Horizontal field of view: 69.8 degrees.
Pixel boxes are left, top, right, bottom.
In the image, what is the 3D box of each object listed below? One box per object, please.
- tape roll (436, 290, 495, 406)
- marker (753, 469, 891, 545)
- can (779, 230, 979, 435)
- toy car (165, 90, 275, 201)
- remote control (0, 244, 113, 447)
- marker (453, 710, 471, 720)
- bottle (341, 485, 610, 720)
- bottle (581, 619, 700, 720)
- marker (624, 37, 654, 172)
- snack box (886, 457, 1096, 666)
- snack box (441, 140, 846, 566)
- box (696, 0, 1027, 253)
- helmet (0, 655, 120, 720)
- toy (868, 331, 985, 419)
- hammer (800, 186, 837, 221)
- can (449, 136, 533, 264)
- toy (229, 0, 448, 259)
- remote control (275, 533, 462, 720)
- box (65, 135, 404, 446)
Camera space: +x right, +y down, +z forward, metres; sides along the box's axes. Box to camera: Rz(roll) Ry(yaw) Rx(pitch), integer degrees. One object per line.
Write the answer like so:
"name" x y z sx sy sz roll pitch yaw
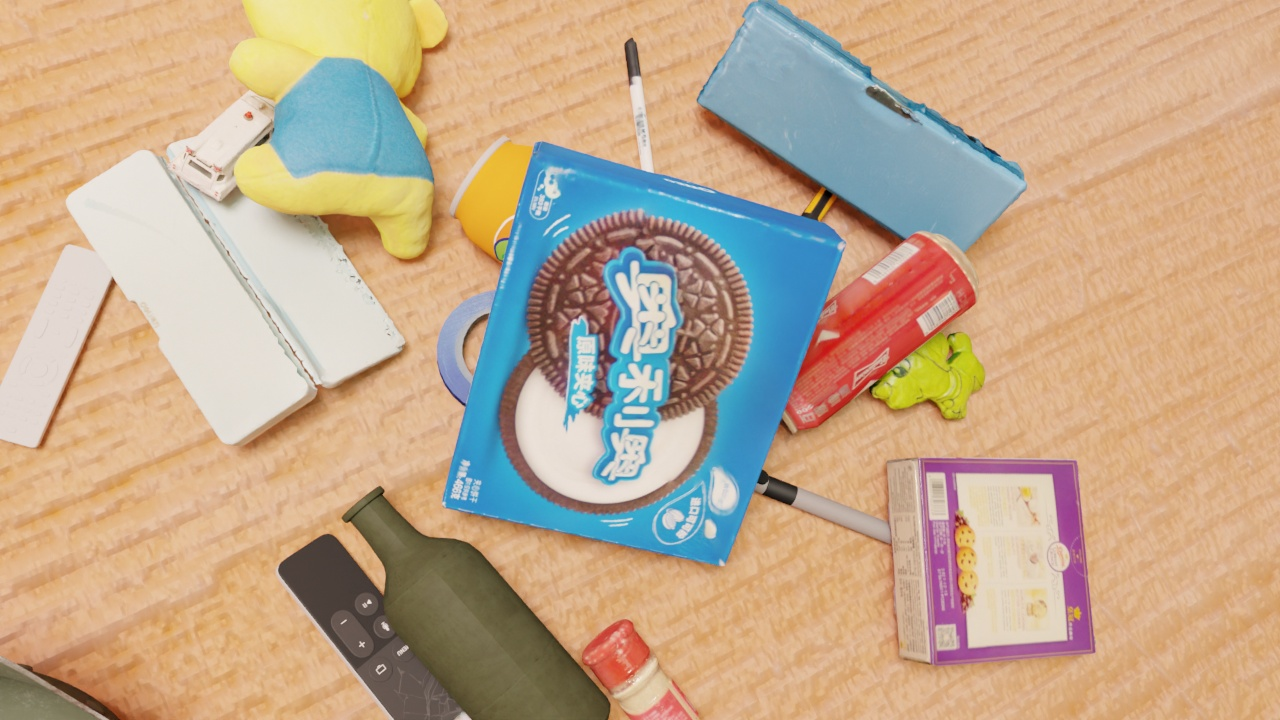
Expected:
"tape roll" -0.095 -0.004 0.645 0.093 0.016 0.091 42 75 -2
"marker" 0.129 0.106 0.673 0.140 0.016 0.016 22 76 -7
"can" 0.158 -0.019 0.657 0.170 0.067 0.067 -38 89 0
"toy car" -0.260 -0.154 0.608 0.039 0.039 0.112 34 51 -12
"remote control" -0.376 -0.010 0.588 0.033 0.012 0.130 19 77 -10
"marker" -0.135 0.217 0.598 0.142 0.013 0.012 43 74 -2
"bottle" -0.110 0.167 0.582 0.071 0.071 0.207 -41 90 -16
"bottle" 0.008 0.227 0.611 0.044 0.044 0.109 -37 90 -16
"marker" 0.001 -0.175 0.700 0.011 0.011 0.152 -6 82 -13
"snack box" 0.256 0.143 0.671 0.148 0.041 0.143 3 79 -20
"snack box" -0.003 0.003 0.586 0.195 0.056 0.239 14 108 -10
"box" 0.167 -0.181 0.690 0.231 0.094 0.101 31 42 -3
"helmet" -0.362 0.248 0.471 0.267 0.154 0.226 15 76 -9
"toy" 0.219 0.008 0.701 0.093 0.036 0.094 42 68 -5
"hammer" 0.114 -0.092 0.698 0.123 0.036 0.320 38 72 -2
"can" -0.054 -0.085 0.635 0.142 0.079 0.079 36 75 -4
"toy" -0.194 -0.187 0.606 0.148 0.084 0.213 14 65 -48
"remote control" -0.171 0.177 0.584 0.146 0.008 0.045 50 41 5
"box" -0.264 -0.057 0.602 0.136 0.049 0.197 -33 86 -23
